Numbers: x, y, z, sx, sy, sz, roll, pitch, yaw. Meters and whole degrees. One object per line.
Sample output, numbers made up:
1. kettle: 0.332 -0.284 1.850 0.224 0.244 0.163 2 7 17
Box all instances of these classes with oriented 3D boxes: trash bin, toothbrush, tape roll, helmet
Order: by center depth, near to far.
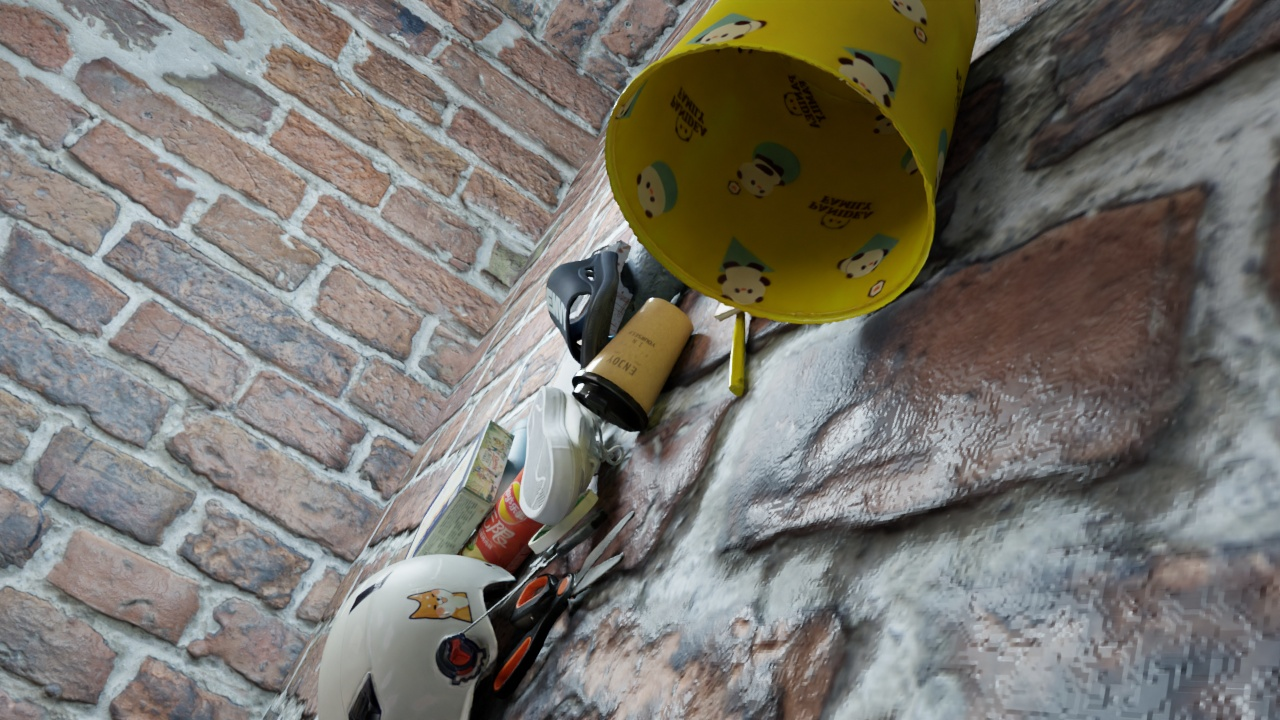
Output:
1. trash bin: 0.131 -0.196 0.679 0.230 0.229 0.254 -37 19 55
2. toothbrush: 0.094 -0.031 0.842 0.017 0.015 0.189 -41 20 31
3. helmet: -0.244 0.313 0.930 0.231 0.157 0.273 -57 15 36
4. tape roll: -0.080 0.167 0.953 0.086 0.014 0.086 -40 2 1

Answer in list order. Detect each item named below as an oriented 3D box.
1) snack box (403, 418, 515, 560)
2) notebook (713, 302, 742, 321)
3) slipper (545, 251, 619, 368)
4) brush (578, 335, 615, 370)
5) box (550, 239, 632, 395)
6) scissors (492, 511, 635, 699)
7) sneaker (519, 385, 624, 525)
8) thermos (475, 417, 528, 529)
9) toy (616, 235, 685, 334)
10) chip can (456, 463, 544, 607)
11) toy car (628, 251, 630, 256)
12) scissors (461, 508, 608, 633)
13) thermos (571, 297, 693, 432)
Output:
1. snack box: -0.231 0.186 1.142 0.178 0.046 0.182 -54 11 20
2. notebook: 0.153 -0.138 0.853 0.150 0.012 0.211 -24 34 57
3. slipper: -0.071 -0.065 1.090 0.267 0.083 0.111 -86 4 -69
4. brush: -0.039 0.007 1.131 0.074 0.055 0.143 -55 14 18
5. box: -0.076 -0.037 1.327 0.260 0.082 0.177 -63 15 -6
6. scissors: -0.075 0.229 0.844 0.204 0.021 0.225 -64 15 -22
7. sneaker: -0.072 0.106 0.977 0.242 0.090 0.090 -105 36 -67
8. thermos: -0.162 0.156 1.209 0.070 0.070 0.220 -50 16 28
9. toy: 0.026 -0.163 1.156 0.138 0.091 0.355 -20 49 33
10. chip can: -0.156 0.206 1.069 0.217 0.073 0.073 -53 15 25
11. toy car: 0.037 -0.166 1.251 0.070 0.042 0.157 0 49 29
12. scissors: -0.100 0.200 0.879 0.181 0.014 0.160 -37 -4 -16
13. thermos: -0.006 0.006 0.969 0.143 0.093 0.093 -55 12 -21
